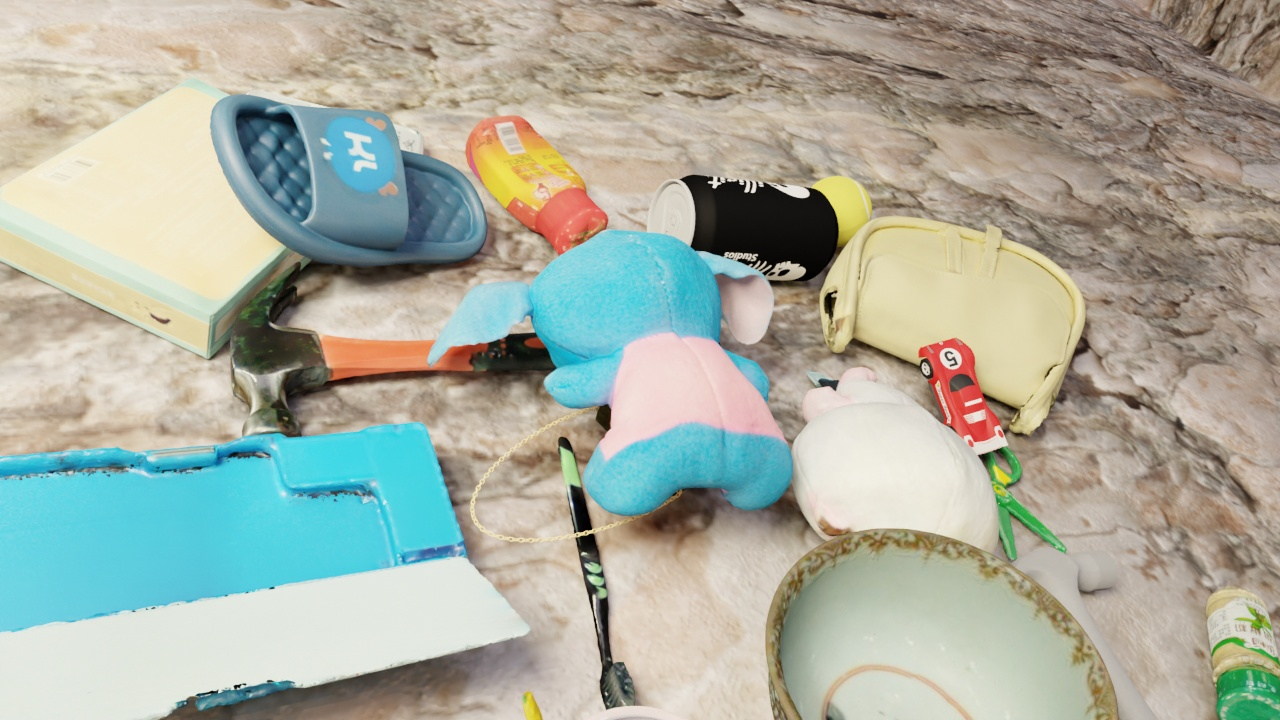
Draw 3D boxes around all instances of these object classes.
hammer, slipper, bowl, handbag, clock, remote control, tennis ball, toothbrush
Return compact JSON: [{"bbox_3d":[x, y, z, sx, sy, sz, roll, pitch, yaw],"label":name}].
[{"bbox_3d":[0.311,0.246,0.535,0.124,0.030,0.310,3,45,-27],"label":"hammer"},{"bbox_3d":[-0.171,-0.110,0.589,0.213,0.059,0.103,7,65,-56],"label":"slipper"},{"bbox_3d":[0.134,0.173,0.452,0.160,0.094,0.159,3,38,-2],"label":"bowl"},{"bbox_3d":[0.265,-0.042,0.781,0.233,0.089,0.190,22,43,-6],"label":"handbag"},{"bbox_3d":[0.014,0.209,0.387,0.158,0.059,0.116,17,40,-13],"label":"clock"},{"bbox_3d":[-0.233,-0.170,0.697,0.133,0.022,0.050,10,42,-19],"label":"remote control"},{"bbox_3d":[0.182,-0.138,0.855,0.065,0.065,0.065,15,41,-14],"label":"tennis ball"},{"bbox_3d":[-0.025,0.065,0.547,0.177,0.028,0.084,-23,56,-43],"label":"handbag"},{"bbox_3d":[-0.086,-0.005,0.593,0.332,0.033,0.133,-1,46,-31],"label":"hammer"},{"bbox_3d":[-0.027,0.111,0.507,0.014,0.017,0.187,11,40,-27],"label":"toothbrush"}]

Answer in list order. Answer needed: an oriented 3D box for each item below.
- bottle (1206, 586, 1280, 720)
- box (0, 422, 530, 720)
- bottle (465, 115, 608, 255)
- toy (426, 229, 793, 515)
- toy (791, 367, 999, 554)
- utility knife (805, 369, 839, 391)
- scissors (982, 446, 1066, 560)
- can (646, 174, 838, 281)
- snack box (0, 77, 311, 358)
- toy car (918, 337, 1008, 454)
[{"bbox_3d":[0.413,0.203,0.627,0.042,0.043,0.109,32,38,6],"label":"bottle"},{"bbox_3d":[-0.190,0.101,0.397,0.243,0.060,0.175,-3,31,-31],"label":"box"},{"bbox_3d":[-0.080,-0.136,0.723,0.071,0.049,0.134,-19,57,-41],"label":"bottle"},{"bbox_3d":[-0.003,0.003,0.540,0.223,0.099,0.191,-5,55,-26],"label":"toy"},{"bbox_3d":[0.162,0.066,0.599,0.139,0.102,0.179,23,31,-9],"label":"toy"},{"bbox_3d":[0.182,0.066,0.669,0.028,0.020,0.174,-15,54,-41],"label":"utility knife"},{"bbox_3d":[0.257,0.096,0.682,0.123,0.012,0.126,19,38,-7],"label":"scissors"},{"bbox_3d":[0.085,-0.108,0.757,0.145,0.080,0.080,0,46,-29],"label":"can"},{"bbox_3d":[-0.277,-0.099,0.577,0.141,0.044,0.193,26,39,-3],"label":"snack box"},{"bbox_3d":[0.244,0.027,0.695,0.038,0.025,0.089,-15,81,-16],"label":"toy car"}]
